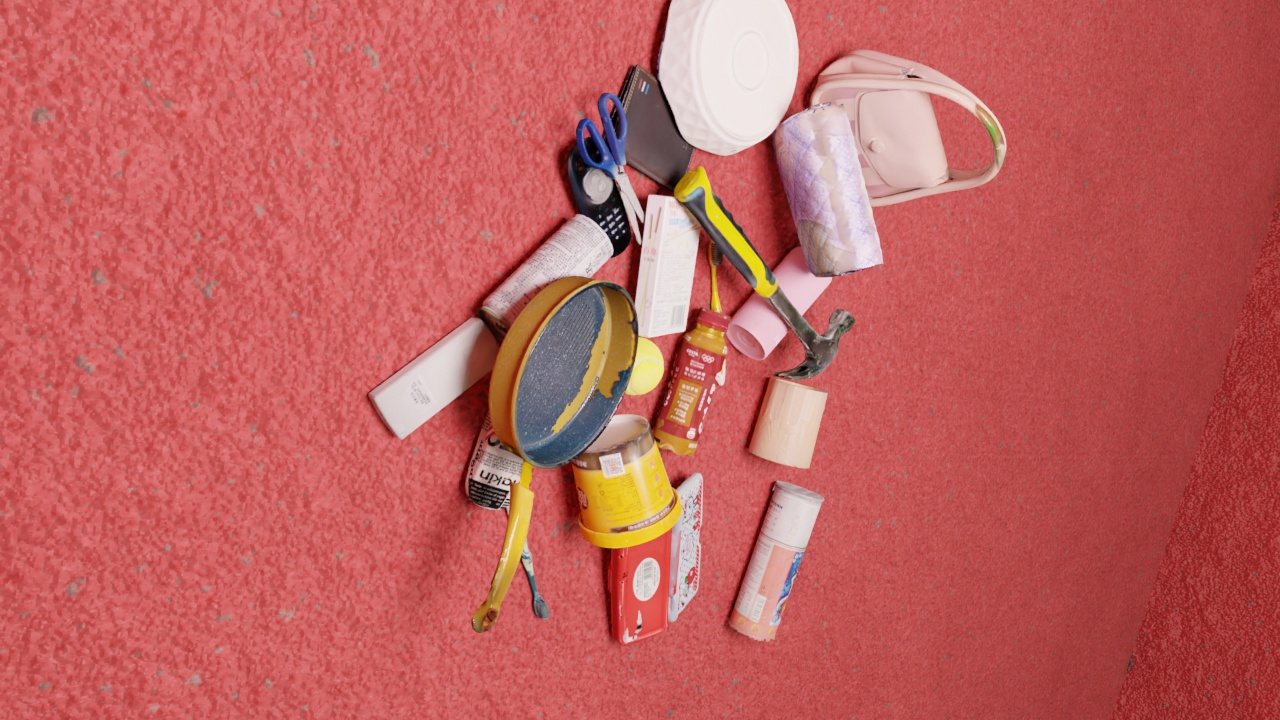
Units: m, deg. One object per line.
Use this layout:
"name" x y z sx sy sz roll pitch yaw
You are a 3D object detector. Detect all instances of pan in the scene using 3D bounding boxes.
"pan" -0.095 0.086 0.894 0.357 0.078 0.197 -62 151 -10

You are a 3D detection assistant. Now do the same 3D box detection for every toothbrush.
"toothbrush" 0.097 -0.055 1.130 0.016 0.018 0.191 -21 118 -33
"toothbrush" -0.127 0.218 1.029 0.016 0.018 0.192 -28 121 -31

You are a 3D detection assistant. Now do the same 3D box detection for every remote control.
"remote control" -0.046 -0.169 0.960 0.053 0.024 0.136 -43 132 -26
"remote control" -0.197 0.015 0.896 0.134 0.019 0.056 -41 127 -24

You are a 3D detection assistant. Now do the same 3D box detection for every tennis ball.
"tennis ball" -0.006 0.006 1.029 0.065 0.065 0.065 -15 114 -37

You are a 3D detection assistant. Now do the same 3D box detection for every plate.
"plate" 0.107 -0.330 1.016 0.204 0.046 0.205 -15 112 -42

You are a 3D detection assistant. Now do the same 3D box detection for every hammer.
"hammer" 0.140 -0.094 1.068 0.323 0.032 0.126 45 72 -34

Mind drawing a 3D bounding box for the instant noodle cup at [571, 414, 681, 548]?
"instant noodle cup" -0.023 0.131 1.029 0.118 0.119 0.114 -27 114 -32

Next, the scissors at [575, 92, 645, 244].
"scissors" -0.017 -0.200 0.954 0.172 0.012 0.132 24 79 -58

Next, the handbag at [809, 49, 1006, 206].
"handbag" 0.333 -0.275 1.112 0.093 0.234 0.193 -49 130 -20

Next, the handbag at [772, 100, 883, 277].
"handbag" 0.220 -0.197 1.077 0.075 0.134 0.194 -17 96 -3

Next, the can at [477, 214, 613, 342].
"can" -0.095 -0.081 0.926 0.146 0.058 0.058 -47 130 -19

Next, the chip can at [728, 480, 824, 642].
"chip can" 0.190 0.283 1.293 0.071 0.071 0.215 16 95 -43

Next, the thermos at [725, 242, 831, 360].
"thermos" 0.192 -0.086 1.178 0.198 0.067 0.087 -48 161 -20

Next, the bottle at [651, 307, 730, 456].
"bottle" 0.063 0.024 1.101 0.057 0.057 0.175 15 94 -43

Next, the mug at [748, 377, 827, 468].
"mug" 0.205 0.083 1.241 0.124 0.084 0.103 5 101 -67

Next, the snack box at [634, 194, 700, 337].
"snack box" 0.031 -0.107 1.034 0.084 0.027 0.157 -12 113 -57

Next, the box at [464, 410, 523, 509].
"box" -0.132 0.078 0.956 0.068 0.052 0.164 18 93 -26

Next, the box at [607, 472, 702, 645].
"box" 0.028 0.251 1.145 0.160 0.058 0.201 -23 127 -36

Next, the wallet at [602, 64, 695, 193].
"wallet" 0.017 -0.249 0.995 0.122 0.020 0.096 22 90 -45
